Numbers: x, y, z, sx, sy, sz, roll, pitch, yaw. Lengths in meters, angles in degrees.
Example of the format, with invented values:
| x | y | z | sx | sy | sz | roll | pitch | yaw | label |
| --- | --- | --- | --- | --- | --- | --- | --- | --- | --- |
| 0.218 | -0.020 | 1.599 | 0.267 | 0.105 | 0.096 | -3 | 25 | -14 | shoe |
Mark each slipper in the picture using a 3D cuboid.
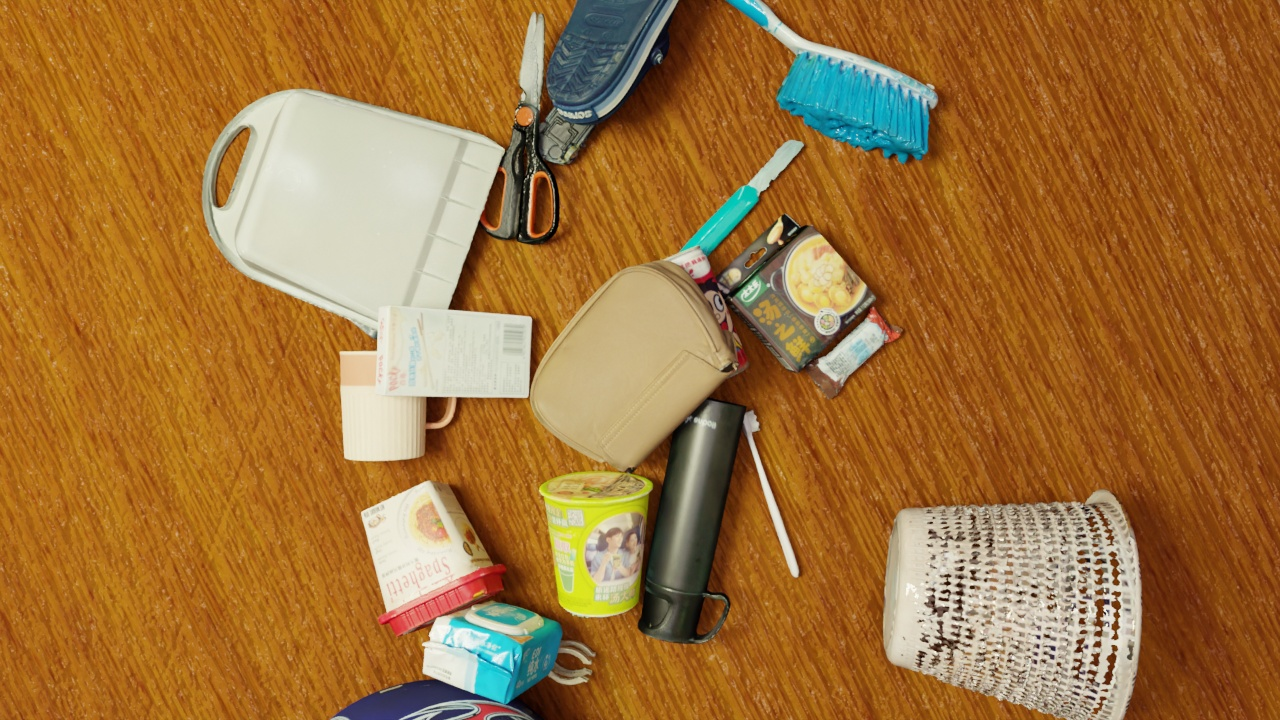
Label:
| x | y | z | sx | sy | sz | roll | pitch | yaw | label |
| --- | --- | --- | --- | --- | --- | --- | --- | --- | --- |
| -0.009 | -0.331 | 0.905 | 0.105 | 0.095 | 0.252 | 13 | 70 | 23 | slipper |

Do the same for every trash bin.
| x | y | z | sx | sy | sz | roll | pitch | yaw | label |
| --- | --- | --- | --- | --- | --- | --- | --- | --- | --- |
| 0.336 | 0.225 | 0.869 | 0.192 | 0.227 | 0.227 | 5 | 90 | 12 | trash bin |

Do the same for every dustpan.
| x | y | z | sx | sy | sz | roll | pitch | yaw | label |
| --- | --- | --- | --- | --- | --- | --- | --- | --- | --- |
| -0.309 | -0.161 | 0.936 | 0.257 | 0.143 | 0.222 | 20 | 90 | -24 | dustpan |

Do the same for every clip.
| x | y | z | sx | sy | sz | roll | pitch | yaw | label |
| --- | --- | --- | --- | --- | --- | --- | --- | --- | --- |
| -0.098 | 0.304 | 0.940 | 0.100 | 0.035 | 0.074 | 14 | 90 | 4 | clip |

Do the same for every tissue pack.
| x | y | z | sx | sy | sz | roll | pitch | yaw | label |
| --- | --- | --- | --- | --- | --- | --- | --- | --- | --- |
| -0.136 | 0.269 | 0.866 | 0.090 | 0.140 | 0.063 | 14 | 88 | 16 | tissue pack |

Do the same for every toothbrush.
| x | y | z | sx | sy | sz | roll | pitch | yaw | label |
| --- | --- | --- | --- | --- | --- | --- | --- | --- | --- |
| 0.137 | 0.138 | 0.952 | 0.016 | 0.016 | 0.180 | -17 | 89 | -7 | toothbrush |

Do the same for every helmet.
| x | y | z | sx | sy | sz | roll | pitch | yaw | label |
| --- | --- | --- | --- | --- | --- | --- | --- | --- | --- |
| -0.205 | 0.413 | 0.812 | 0.314 | 0.248 | 0.240 | 3 | 76 | -39 | helmet |

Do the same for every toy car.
| x | y | z | sx | sy | sz | roll | pitch | yaw | label |
| --- | --- | --- | --- | --- | --- | --- | --- | --- | --- |
| -0.066 | -0.247 | 0.941 | 0.049 | 0.031 | 0.105 | 40 | 92 | 7 | toy car |

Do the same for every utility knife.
| x | y | z | sx | sy | sz | roll | pitch | yaw | label |
| --- | --- | --- | --- | --- | --- | --- | --- | --- | --- |
| 0.091 | -0.147 | 0.953 | 0.029 | 0.013 | 0.219 | 43 | 92 | 1 | utility knife |

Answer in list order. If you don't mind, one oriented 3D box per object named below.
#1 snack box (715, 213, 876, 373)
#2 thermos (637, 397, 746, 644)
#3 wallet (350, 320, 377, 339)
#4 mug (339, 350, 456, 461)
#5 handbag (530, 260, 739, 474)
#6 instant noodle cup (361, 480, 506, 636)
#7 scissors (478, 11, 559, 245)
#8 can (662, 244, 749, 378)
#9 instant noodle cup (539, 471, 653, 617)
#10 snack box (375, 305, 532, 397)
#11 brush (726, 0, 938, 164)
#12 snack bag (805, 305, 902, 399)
| x | y | z | sx | sy | sz | roll | pitch | yaw | label |
| --- | --- | --- | --- | --- | --- | --- | --- | --- | --- |
| 0.155 | -0.070 | 0.939 | 0.113 | 0.053 | 0.125 | -44 | 96 | -1 | snack box |
| 0.061 | 0.159 | 0.924 | 0.090 | 0.068 | 0.242 | 11 | 91 | 11 | thermos |
| -0.292 | -0.095 | 0.947 | 0.121 | 0.019 | 0.097 | 37 | 90 | 2 | wallet |
| -0.242 | 0.043 | 0.922 | 0.114 | 0.082 | 0.106 | -1 | 92 | -30 | mug |
| -0.005 | 0.005 | 0.890 | 0.148 | 0.099 | 0.205 | 48 | 117 | 8 | handbag |
| -0.209 | 0.191 | 0.905 | 0.116 | 0.117 | 0.124 | -26 | 79 | -1 | instant noodle cup |
| -0.100 | -0.229 | 0.923 | 0.139 | 0.021 | 0.235 | 31 | 105 | 12 | scissors |
| 0.061 | -0.046 | 0.925 | 0.053 | 0.053 | 0.133 | -22 | 96 | -1 | can |
| -0.043 | 0.183 | 0.909 | 0.111 | 0.111 | 0.123 | -1 | 97 | -1 | instant noodle cup |
| -0.180 | -0.006 | 0.900 | 0.156 | 0.027 | 0.084 | 3 | 90 | -37 | snack box |
| 0.159 | -0.309 | 0.938 | 0.314 | 0.060 | 0.109 | 23 | 84 | 2 | brush |
| 0.220 | -0.010 | 0.947 | 0.105 | 0.026 | 0.045 | -43 | 99 | 0 | snack bag |
